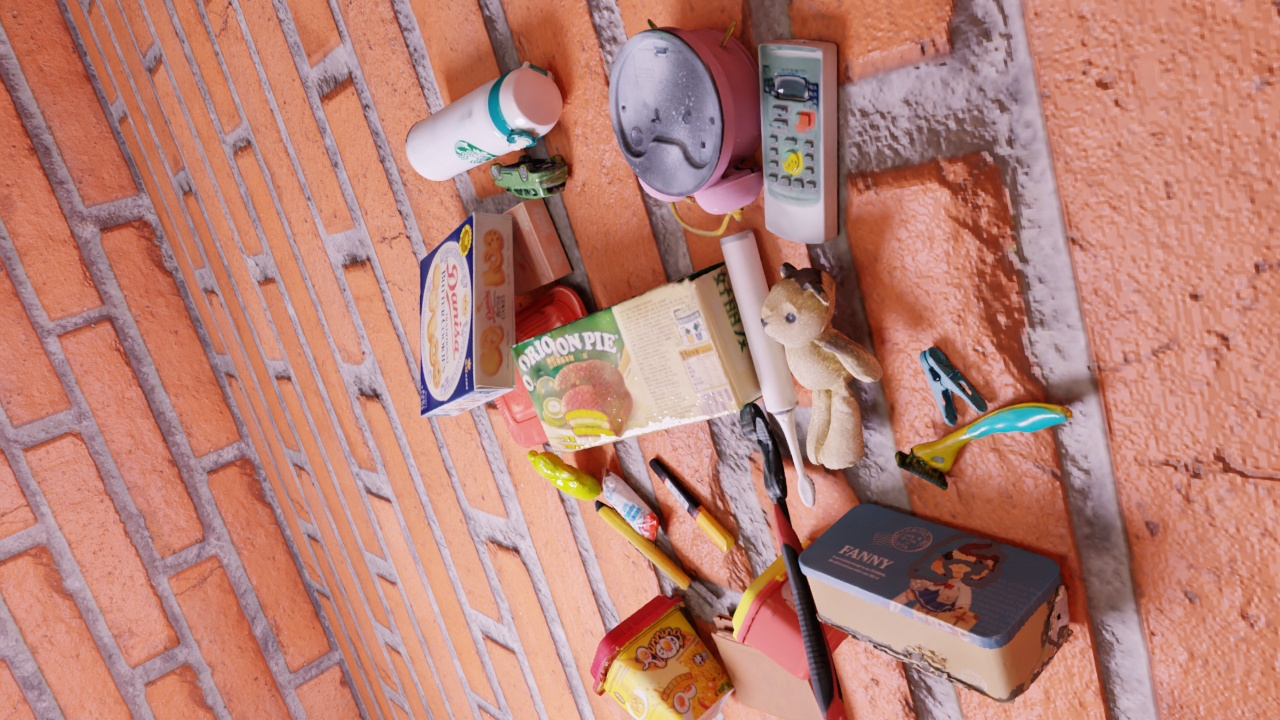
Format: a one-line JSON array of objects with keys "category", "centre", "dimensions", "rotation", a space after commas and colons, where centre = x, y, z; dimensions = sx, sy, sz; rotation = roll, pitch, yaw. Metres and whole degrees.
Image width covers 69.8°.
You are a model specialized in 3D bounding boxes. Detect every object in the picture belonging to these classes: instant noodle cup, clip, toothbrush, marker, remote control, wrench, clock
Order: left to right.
[{"category": "instant noodle cup", "centre": [-0.101, 0.021, 0.970], "dimensions": [0.189, 0.078, 0.164], "rotation": [-24, 92, 56]}, {"category": "instant noodle cup", "centre": [0.026, 0.336, 0.976], "dimensions": [0.123, 0.116, 0.116], "rotation": [44, 142, 24]}, {"category": "marker", "centre": [0.049, 0.140, 0.903], "dimensions": [0.124, 0.015, 0.018], "rotation": [45, 141, 30]}, {"category": "clock", "centre": [0.037, -0.166, 0.671], "dimensions": [0.117, 0.059, 0.159], "rotation": [23, 128, 44]}, {"category": "toothbrush", "centre": [0.103, 0.008, 0.709], "dimensions": [0.027, 0.026, 0.221], "rotation": [-14, 96, 26]}, {"category": "wrench", "centre": [0.122, 0.163, 0.719], "dimensions": [0.016, 0.056, 0.273], "rotation": [-22, 69, 23]}, {"category": "remote control", "centre": [0.107, -0.146, 0.623], "dimensions": [0.056, 0.019, 0.135], "rotation": [25, 130, 44]}, {"category": "clip", "centre": [0.203, 0.016, 0.606], "dimensions": [0.055, 0.013, 0.034], "rotation": [58, 146, 9]}]

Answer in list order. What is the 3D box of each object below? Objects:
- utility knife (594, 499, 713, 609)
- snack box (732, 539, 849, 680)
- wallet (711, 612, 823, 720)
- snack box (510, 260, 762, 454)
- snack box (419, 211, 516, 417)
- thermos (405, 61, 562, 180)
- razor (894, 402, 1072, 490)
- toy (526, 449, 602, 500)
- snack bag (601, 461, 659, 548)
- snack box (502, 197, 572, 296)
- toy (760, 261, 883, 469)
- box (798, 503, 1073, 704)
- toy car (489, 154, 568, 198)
[{"category": "utility knife", "centre": [0.012, 0.208, 0.984], "dimensions": [0.190, 0.033, 0.015], "rotation": [36, 94, 36]}, {"category": "snack box", "centre": [0.134, 0.209, 0.766], "dimensions": [0.080, 0.091, 0.082], "rotation": [37, 138, 25]}, {"category": "wallet", "centre": [0.128, 0.301, 0.887], "dimensions": [0.132, 0.031, 0.108], "rotation": [-10, 107, 56]}, {"category": "snack box", "centre": [-0.005, 0.005, 0.799], "dimensions": [0.241, 0.063, 0.114], "rotation": [-19, 96, 45]}, {"category": "snack box", "centre": [-0.185, -0.042, 0.960], "dimensions": [0.183, 0.045, 0.177], "rotation": [-22, 68, 58]}, {"category": "thermos", "centre": [-0.153, -0.223, 0.885], "dimensions": [0.225, 0.073, 0.073], "rotation": [-1, 111, 54]}, {"category": "razor", "centre": [0.222, 0.050, 0.589], "dimensions": [0.043, 0.028, 0.133], "rotation": [29, 149, -12]}, {"category": "toy", "centre": [-0.082, 0.130, 1.022], "dimensions": [0.100, 0.031, 0.097], "rotation": [34, 166, -20]}, {"category": "snack bag", "centre": [-0.012, 0.155, 0.982], "dimensions": [0.104, 0.026, 0.048], "rotation": [42, 150, 28]}, {"category": "snack box", "centre": [-0.133, -0.113, 0.970], "dimensions": [0.158, 0.026, 0.084], "rotation": [-12, 102, 56]}, {"category": "toy", "centre": [0.127, 0.008, 0.660], "dimensions": [0.105, 0.066, 0.157], "rotation": [-135, 25, -63]}, {"category": "box", "centre": [0.197, 0.162, 0.645], "dimensions": [0.184, 0.089, 0.063], "rotation": [12, 127, 49]}, {"category": "toy car", "centre": [-0.106, -0.176, 0.875], "dimensions": [0.091, 0.043, 0.036], "rotation": [20, 128, 47]}]
